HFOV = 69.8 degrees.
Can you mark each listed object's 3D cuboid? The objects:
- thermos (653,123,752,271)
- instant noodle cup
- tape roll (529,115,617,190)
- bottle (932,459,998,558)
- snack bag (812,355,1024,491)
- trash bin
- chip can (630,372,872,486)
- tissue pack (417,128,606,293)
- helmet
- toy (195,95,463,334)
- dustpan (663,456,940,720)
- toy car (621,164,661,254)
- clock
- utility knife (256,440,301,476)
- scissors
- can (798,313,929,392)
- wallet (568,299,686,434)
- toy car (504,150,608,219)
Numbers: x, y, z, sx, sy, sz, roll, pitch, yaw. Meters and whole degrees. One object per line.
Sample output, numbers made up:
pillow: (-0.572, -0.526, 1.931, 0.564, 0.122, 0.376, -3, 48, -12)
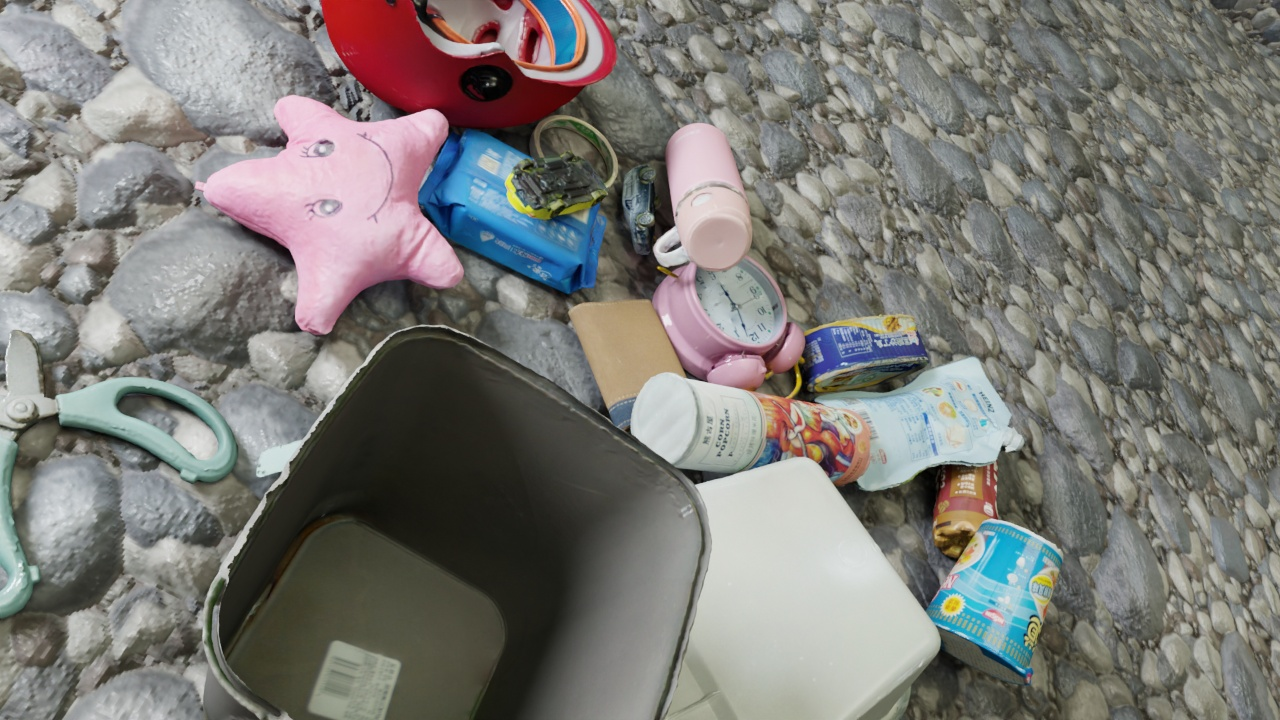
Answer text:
thermos: (0.051, -0.144, 0.821, 0.067, 0.087, 0.198, 57, 17, -31)
instant noodle cup: (0.299, 0.198, 0.769, 0.099, 0.099, 0.109, 36, 73, -10)
tape roll: (-0.061, -0.188, 0.845, 0.085, 0.014, 0.085, 16, 55, -25)
bottle: (0.315, 0.103, 0.888, 0.057, 0.058, 0.174, 29, 51, -16)
snack bag: (0.262, 0.058, 0.856, 0.190, 0.039, 0.110, -10, 49, -18)
trash bin: (-0.114, 0.137, 0.478, 0.199, 0.220, 0.198, 34, 49, -13)
chip can: (0.096, 0.060, 0.740, 0.214, 0.071, 0.071, 12, 57, -40)
tissue pack: (-0.101, -0.121, 0.753, 0.157, 0.052, 0.094, 26, 50, -19)
helmet: (-0.153, -0.274, 0.754, 0.240, 0.144, 0.206, 25, 45, -33)
toy: (-0.219, -0.108, 0.653, 0.178, 0.075, 0.194, -1, 68, -17)
dustpan: (0.094, 0.189, 0.669, 0.257, 0.143, 0.222, -20, 59, -23)
toy car: (0.001, -0.137, 0.838, 0.034, 0.043, 0.090, -2, 58, 4)
clock: (0.084, -0.027, 0.813, 0.117, 0.060, 0.158, -26, 80, -40)
utility knife: (-0.172, 0.050, 0.626, 0.178, 0.018, 0.034, -14, 72, -37)
scissors: (-0.318, 0.058, 0.526, 0.179, 0.019, 0.170, 1, 62, -32)
can: (0.211, -0.006, 0.876, 0.147, 0.075, 0.049, -5, 70, -35)
wallet: (-0.004, 0.004, 0.756, 0.090, 0.033, 0.115, -8, 67, -40)
toy car: (-0.067, -0.135, 0.727, 0.048, 0.032, 0.105, 52, 35, 5)
